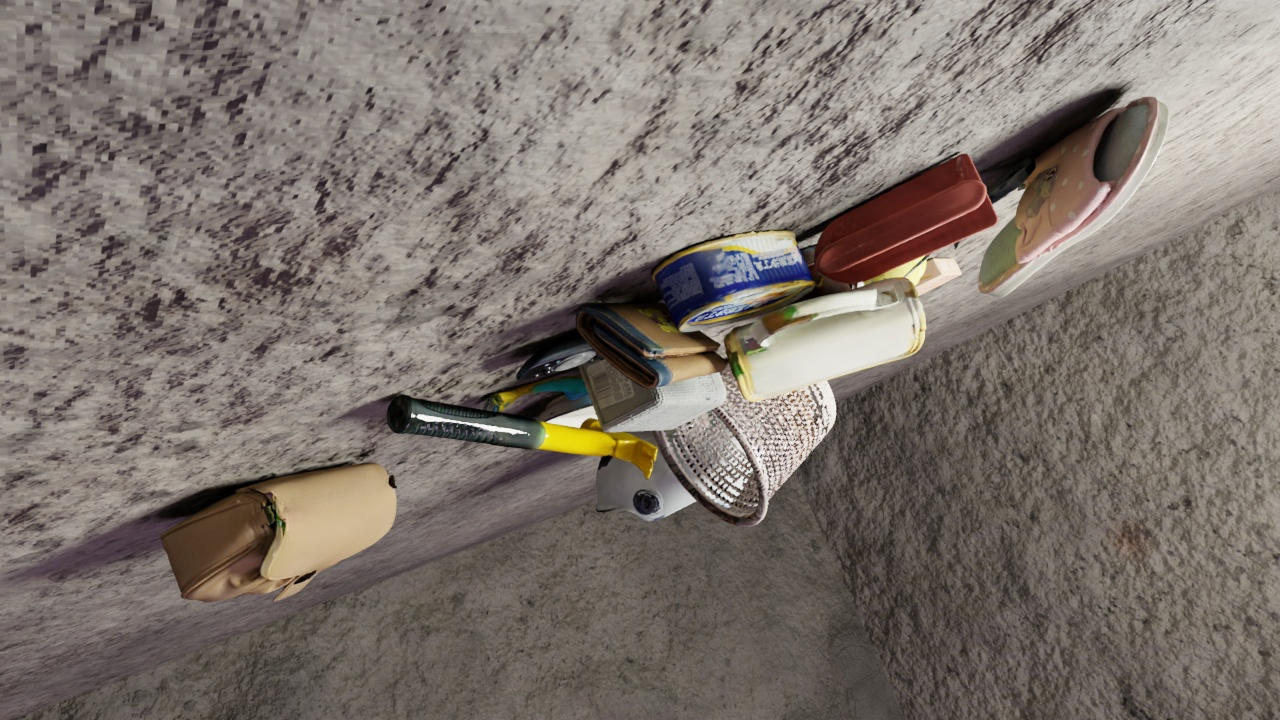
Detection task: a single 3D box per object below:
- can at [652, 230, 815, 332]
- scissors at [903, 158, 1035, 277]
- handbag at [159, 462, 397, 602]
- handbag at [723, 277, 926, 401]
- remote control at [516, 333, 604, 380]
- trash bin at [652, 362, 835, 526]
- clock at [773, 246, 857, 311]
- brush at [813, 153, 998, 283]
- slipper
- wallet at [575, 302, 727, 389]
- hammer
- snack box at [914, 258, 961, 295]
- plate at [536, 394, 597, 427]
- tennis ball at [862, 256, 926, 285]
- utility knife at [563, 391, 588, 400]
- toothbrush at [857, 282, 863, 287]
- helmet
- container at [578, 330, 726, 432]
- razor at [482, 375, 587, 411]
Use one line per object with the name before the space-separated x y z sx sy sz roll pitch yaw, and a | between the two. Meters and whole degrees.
can | 0.077 -0.063 0.726 0.147 0.049 0.075 -14 167 -43
scissors | 0.290 -0.128 0.823 0.178 0.014 0.159 -38 -177 1
handbag | -0.329 0.163 0.863 0.148 0.099 0.204 -31 171 23
handbag | 0.149 -0.029 0.760 0.163 0.063 0.179 -18 164 8
remote control | -0.046 -0.012 0.793 0.136 0.024 0.053 -16 170 -27
trash bin | 0.154 0.084 1.269 0.191 0.227 0.228 -32 175 -26
clock | 0.161 -0.067 0.869 0.082 0.055 0.121 -28 166 23
brush | 0.209 -0.108 0.748 0.146 0.063 0.069 -25 -178 20
slipper | 0.373 -0.144 0.836 0.054 0.114 0.275 22 158 0
wallet | 0.012 -0.015 0.739 0.115 0.090 0.033 -7 132 -57
hammer | -0.097 0.068 0.844 0.129 0.033 0.300 18 -178 42
snack box | 0.342 -0.090 1.228 0.158 0.026 0.084 -30 167 34
plate | -0.052 0.058 1.065 0.164 0.034 0.164 -25 162 32
tennis ball | 0.236 -0.095 0.867 0.065 0.065 0.065 -22 170 -4
utility knife | -0.006 0.006 0.992 0.161 0.018 0.034 -22 -178 -10
toothbrush | 0.236 -0.078 1.063 0.026 0.027 0.221 -47 171 -4
helmet | 0.043 0.148 1.443 0.259 0.146 0.228 -9 -173 17
container | 0.009 0.019 0.898 0.090 0.090 0.114 -30 165 31
razor | -0.091 0.032 0.905 0.132 0.028 0.043 -12 153 -25
